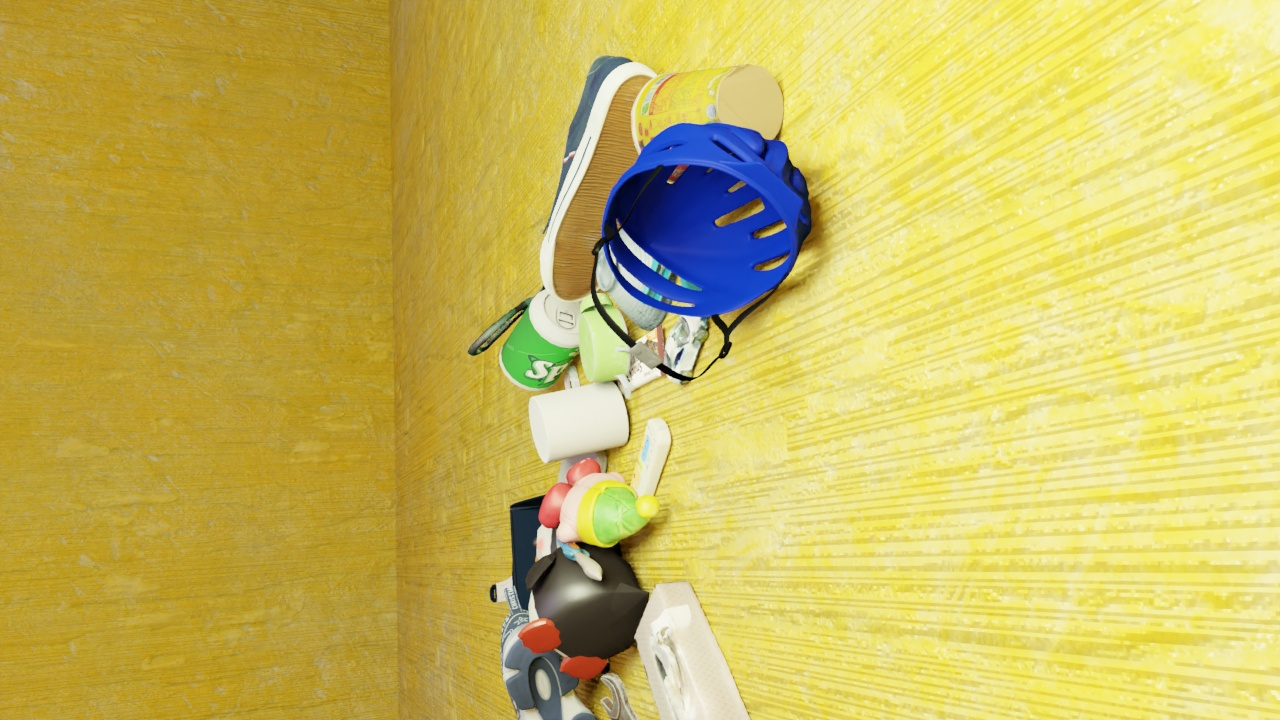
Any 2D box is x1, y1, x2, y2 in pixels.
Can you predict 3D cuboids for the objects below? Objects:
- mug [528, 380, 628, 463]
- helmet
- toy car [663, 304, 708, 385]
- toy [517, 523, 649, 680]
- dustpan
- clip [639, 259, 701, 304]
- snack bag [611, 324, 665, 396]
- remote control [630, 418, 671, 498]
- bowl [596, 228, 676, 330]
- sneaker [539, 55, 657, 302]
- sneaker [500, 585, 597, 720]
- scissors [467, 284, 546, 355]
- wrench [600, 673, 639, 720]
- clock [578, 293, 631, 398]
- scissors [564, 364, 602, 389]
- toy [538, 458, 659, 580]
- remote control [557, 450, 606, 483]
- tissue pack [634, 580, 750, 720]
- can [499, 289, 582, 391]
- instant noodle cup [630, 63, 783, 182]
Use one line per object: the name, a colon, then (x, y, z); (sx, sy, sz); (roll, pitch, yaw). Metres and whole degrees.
mug: (-0.079, 0.068, 1.086); (0.112, 0.096, 0.079); (-152, 53, -66)
helmet: (0.030, -0.078, 0.715); (0.227, 0.148, 0.242); (-59, 17, -25)
toy car: (0.042, -0.017, 0.908); (0.038, 0.027, 0.090); (-113, 32, -47)
toy: (-0.059, 0.236, 1.043); (0.140, 0.159, 0.183); (-36, 34, 14)
dustpan: (-0.136, 0.306, 1.251); (0.274, 0.080, 0.236); (142, 125, -62)
clip: (0.029, -0.115, 0.931); (0.097, 0.026, 0.116); (-6, 80, 50)
snack bag: (-0.006, 0.006, 1.041); (0.158, 0.013, 0.057); (151, 116, -64)
remote control: (0.009, 0.117, 0.996); (0.038, 0.018, 0.126); (-116, 33, -47)
bowl: (-0.014, -0.102, 1.006); (0.137, 0.057, 0.137); (180, 90, -67)
sneaker: (-0.061, -0.212, 1.063); (0.127, 0.120, 0.295); (47, 129, 43)
sneaker: (-0.124, 0.414, 1.141); (0.132, 0.103, 0.270); (-139, 36, -60)
scissors: (-0.159, -0.062, 1.247); (0.015, 0.205, 0.202); (46, 158, 6)
wrench: (0.041, 0.391, 0.809); (0.273, 0.010, 0.070); (46, 137, 35)
clock: (-0.044, -0.021, 1.040); (0.119, 0.042, 0.094); (-117, 25, -52)
scissors: (-0.073, 0.063, 1.202); (0.176, 0.013, 0.171); (-114, 30, -41)
toy: (-0.042, 0.161, 0.977); (0.131, 0.123, 0.097); (28, 137, 29)
remote control: (-0.078, 0.172, 1.164); (0.074, 0.019, 0.151); (22, 105, 47)
tissue pack: (0.039, 0.300, 0.860); (0.181, 0.071, 0.104); (-111, 30, -48)
can: (-0.125, -0.026, 1.210); (0.140, 0.087, 0.087); (-49, 44, 45)
instant noodle cup: (0.061, -0.209, 0.796); (0.113, 0.100, 0.100); (9, 97, 59)
